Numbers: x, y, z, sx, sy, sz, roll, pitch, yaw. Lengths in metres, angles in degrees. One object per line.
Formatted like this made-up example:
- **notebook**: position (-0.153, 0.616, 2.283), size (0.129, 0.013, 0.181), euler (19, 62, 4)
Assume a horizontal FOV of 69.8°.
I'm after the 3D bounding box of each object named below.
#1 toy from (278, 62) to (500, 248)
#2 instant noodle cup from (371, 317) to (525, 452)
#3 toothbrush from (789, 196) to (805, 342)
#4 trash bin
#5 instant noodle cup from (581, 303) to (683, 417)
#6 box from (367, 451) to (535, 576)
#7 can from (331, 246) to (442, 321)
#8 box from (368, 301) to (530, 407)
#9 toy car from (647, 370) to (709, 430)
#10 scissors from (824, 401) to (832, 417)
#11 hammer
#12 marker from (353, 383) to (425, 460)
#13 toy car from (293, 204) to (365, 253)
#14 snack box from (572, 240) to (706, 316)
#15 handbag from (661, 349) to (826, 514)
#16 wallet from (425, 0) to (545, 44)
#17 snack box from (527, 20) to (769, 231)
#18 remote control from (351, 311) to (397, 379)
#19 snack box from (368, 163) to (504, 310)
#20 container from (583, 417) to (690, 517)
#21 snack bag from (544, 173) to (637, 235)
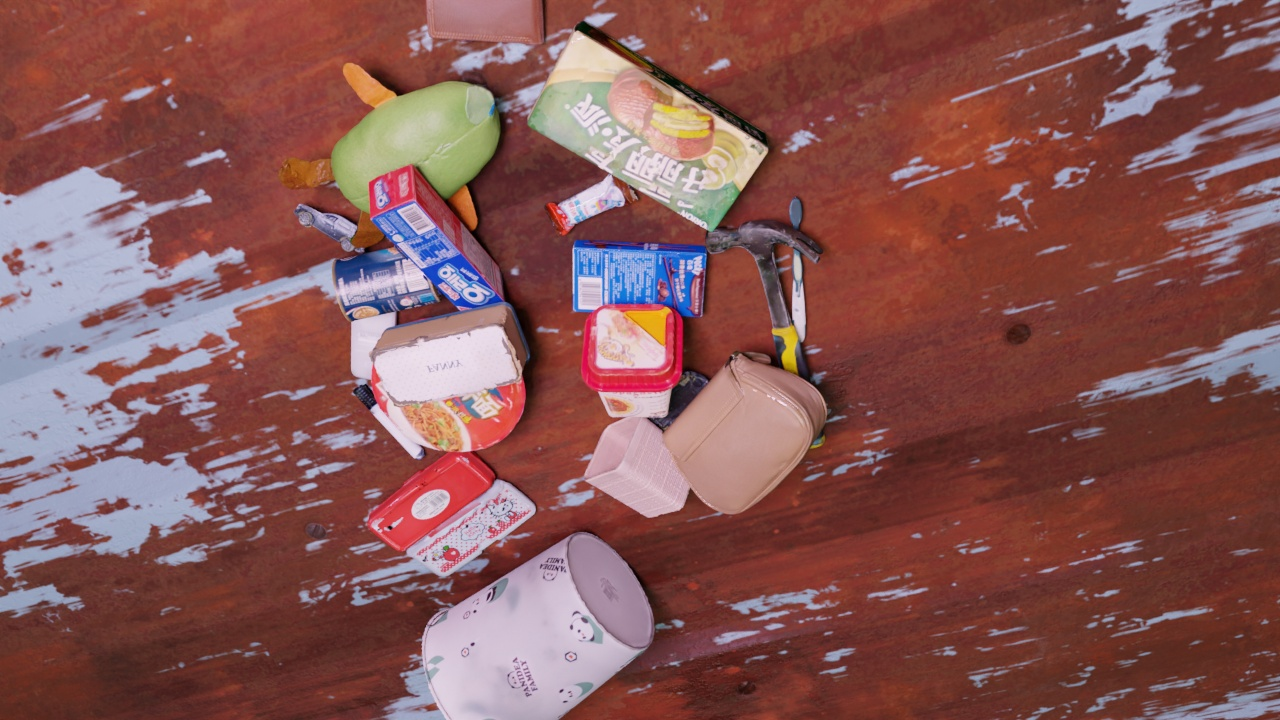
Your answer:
- **toy**: position (-0.255, -0.222, 1.004), size (0.247, 0.089, 0.227), euler (-27, 131, 11)
- **instant noodle cup**: position (-0.237, 0.020, 1.157), size (0.194, 0.065, 0.194), euler (1, 120, 2)
- **toothbrush**: position (0.186, -0.104, 1.088), size (0.016, 0.018, 0.192), euler (-3, 122, 8)
- **trash bin**: position (-0.133, 0.383, 1.280), size (0.252, 0.229, 0.229), euler (-38, 111, 15)
- **instant noodle cup**: position (-0.007, 0.006, 1.099), size (0.116, 0.116, 0.124), euler (0, 149, 4)
- **box**: position (-0.266, 0.219, 1.288), size (0.201, 0.037, 0.158), euler (-37, 112, 20)
- **can**: position (-0.295, -0.094, 1.078), size (0.111, 0.075, 0.075), euler (-12, 119, -2)
- **box**: position (-0.215, -0.007, 1.070), size (0.184, 0.059, 0.090), euler (-11, 119, 7)
- **toy car**: position (0.046, 0.050, 1.175), size (0.106, 0.031, 0.049), euler (-35, 116, 23)
- **scissors**: position (0.157, 0.067, 1.160), size (0.180, 0.019, 0.139), euler (-27, 111, 37)
- **hammer**: position (0.179, -0.023, 1.113), size (0.126, 0.031, 0.323), euler (-3, 124, 26)
- **marker**: position (-0.334, 0.083, 1.226), size (0.023, 0.018, 0.131), euler (-34, 112, 10)
- **toy car**: position (-0.362, -0.156, 1.077), size (0.090, 0.043, 0.034), euler (30, 90, -17)
- **snack box**: position (-0.002, -0.097, 1.095), size (0.157, 0.026, 0.085), euler (3, 121, 2)
- **handbag**: position (0.127, 0.085, 1.116), size (0.148, 0.099, 0.205), euler (42, 127, 4)
- **wallet**: position (-0.161, -0.379, 0.943), size (0.124, 0.032, 0.101), euler (4, 123, 2)
- **snack box**: position (0.010, -0.249, 0.986), size (0.240, 0.063, 0.115), euler (28, 119, -13)
- **remote control**: position (-0.335, -0.037, 1.154), size (0.056, 0.020, 0.136), euler (8, 118, -2)
- **snack box**: position (-0.222, -0.127, 1.020), size (0.057, 0.058, 0.207), euler (-20, 148, 10)
- **container**: position (0.004, 0.140, 1.186), size (0.111, 0.090, 0.090), euler (37, 145, -20)
- **snack bag**: position (-0.058, -0.180, 1.052), size (0.105, 0.026, 0.045), euler (-24, 113, 14)
